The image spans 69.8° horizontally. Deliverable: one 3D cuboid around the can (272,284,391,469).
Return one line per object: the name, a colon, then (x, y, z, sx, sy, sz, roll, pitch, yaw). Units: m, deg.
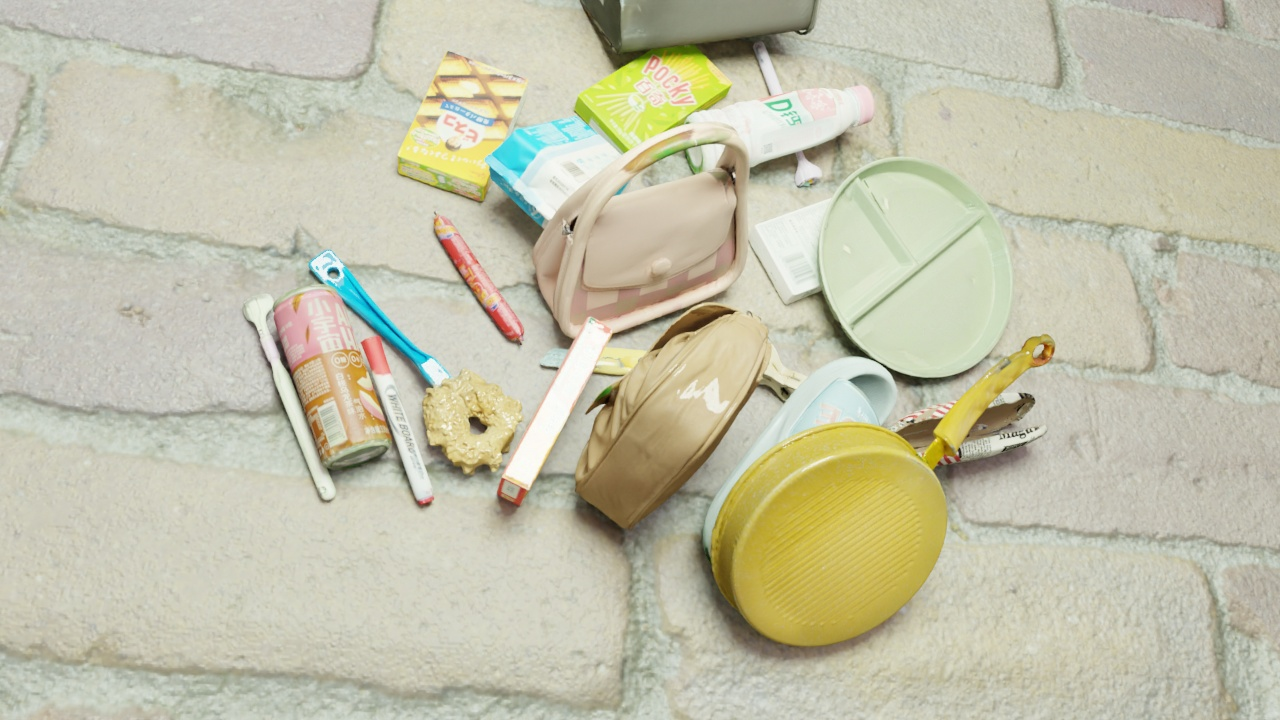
can: (-0.255, 0.014, 0.758, 0.057, 0.058, 0.147, -18, 75, -20)

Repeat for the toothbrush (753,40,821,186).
toothbrush: (0.157, -0.275, 1.005, 0.029, 0.021, 0.189, -20, 69, 13)

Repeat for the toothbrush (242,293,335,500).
toothbrush: (-0.292, 0.030, 0.767, 0.029, 0.020, 0.189, -28, 76, 9)

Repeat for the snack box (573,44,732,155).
snack box: (0.015, -0.279, 0.968, 0.156, 0.026, 0.086, -39, 82, -25)

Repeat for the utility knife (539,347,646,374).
utility knife: (-0.005, 0.005, 0.853, 0.176, 0.019, 0.030, 3, 63, -7)

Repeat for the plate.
plate: (0.277, -0.094, 0.929, 0.230, 0.028, 0.230, 3, 80, -18)

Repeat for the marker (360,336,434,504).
marker: (-0.201, 0.050, 0.763, 0.017, 0.017, 0.145, -19, 87, -20)

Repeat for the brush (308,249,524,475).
brush: (-0.199, -0.004, 0.797, 0.083, 0.046, 0.254, -41, 78, -21)

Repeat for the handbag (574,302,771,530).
handbag: (0.019, 0.043, 0.739, 0.100, 0.205, 0.147, 39, 48, 2)

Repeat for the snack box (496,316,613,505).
snack box: (-0.073, 0.043, 0.775, 0.027, 0.077, 0.155, 28, 69, -2)

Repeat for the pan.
pan: (0.217, 0.094, 0.761, 0.357, 0.078, 0.198, -33, 120, -1)

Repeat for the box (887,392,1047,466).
box: (0.308, 0.080, 0.869, 0.163, 0.075, 0.076, -10, 64, -19)

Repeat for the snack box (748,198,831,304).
snack box: (0.196, -0.122, 0.945, 0.156, 0.027, 0.084, -21, 75, -22)

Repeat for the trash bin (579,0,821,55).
trash bin: (0.053, -0.433, 0.947, 0.219, 0.199, 0.199, -19, 52, -12)

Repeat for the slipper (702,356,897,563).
slipper: (0.150, 0.092, 0.797, 0.244, 0.104, 0.074, -44, 42, -21)

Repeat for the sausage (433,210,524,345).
sausage: (-0.151, -0.077, 0.846, 0.020, 0.020, 0.156, -31, 77, -23)

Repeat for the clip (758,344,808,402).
clip: (0.124, 0.008, 0.855, 0.103, 0.077, 0.034, 32, 63, 13)

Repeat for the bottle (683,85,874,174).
bottle: (0.145, -0.242, 0.947, 0.196, 0.068, 0.068, -16, 72, -11)

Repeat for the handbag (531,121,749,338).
handbag: (0.012, -0.123, 0.784, 0.193, 0.235, 0.093, -20, 70, -19)

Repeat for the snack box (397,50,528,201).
snack box: (-0.172, -0.230, 0.898, 0.087, 0.034, 0.140, 19, 66, -5)

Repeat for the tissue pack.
tissue pack: (-0.073, -0.175, 0.861, 0.090, 0.063, 0.139, 43, 35, 6)
